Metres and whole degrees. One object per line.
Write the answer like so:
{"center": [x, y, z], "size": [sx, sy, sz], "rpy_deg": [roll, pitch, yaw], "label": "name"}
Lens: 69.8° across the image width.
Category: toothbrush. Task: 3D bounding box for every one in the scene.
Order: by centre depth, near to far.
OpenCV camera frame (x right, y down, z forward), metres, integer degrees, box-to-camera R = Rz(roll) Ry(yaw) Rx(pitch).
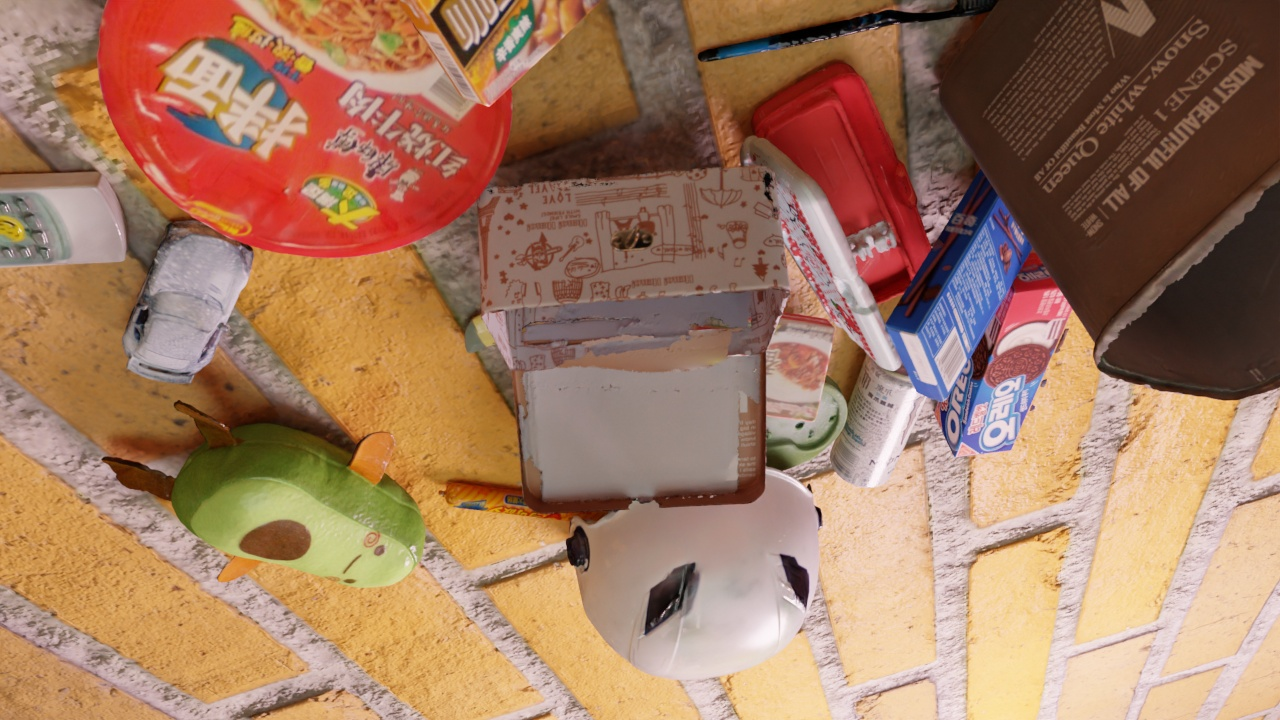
{"center": [0.125, -0.198, 0.538], "size": [0.189, 0.014, 0.016], "rpy_deg": [-12, 137, -3], "label": "toothbrush"}

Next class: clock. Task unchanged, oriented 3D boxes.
{"center": [0.104, 0.049, 0.762], "size": [0.116, 0.056, 0.161], "rpy_deg": [-7, 137, -8], "label": "clock"}

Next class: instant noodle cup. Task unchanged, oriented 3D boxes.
{"center": [-0.164, -0.146, 0.472], "size": [0.193, 0.065, 0.194], "rpy_deg": [-7, 137, -7], "label": "instant noodle cup"}

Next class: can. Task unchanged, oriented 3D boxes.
{"center": [0.206, 0.044, 0.784], "size": [0.058, 0.058, 0.147], "rpy_deg": [-5, 137, -12], "label": "can"}

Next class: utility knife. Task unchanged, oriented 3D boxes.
{"center": [-0.037, -0.048, 0.644], "size": [0.195, 0.020, 0.031], "rpy_deg": [-18, 131, 9], "label": "utility knife"}

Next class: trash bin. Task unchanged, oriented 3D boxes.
{"center": [0.302, -0.125, 0.504], "size": [0.198, 0.219, 0.200], "rpy_deg": [8, 134, -33], "label": "trash bin"}

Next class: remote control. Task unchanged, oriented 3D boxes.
{"center": [-0.367, -0.078, 0.518], "size": [0.135, 0.019, 0.056], "rpy_deg": [-4, 136, -12], "label": "remote control"}

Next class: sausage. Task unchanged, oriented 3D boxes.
{"center": [-0.099, 0.127, 0.811], "size": [0.165, 0.021, 0.022], "rpy_deg": [12, 131, -26], "label": "sausage"}

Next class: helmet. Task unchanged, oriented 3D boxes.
{"center": [0.054, 0.198, 0.799], "size": [0.229, 0.145, 0.259], "rpy_deg": [-4, 155, -15], "label": "helmet"}

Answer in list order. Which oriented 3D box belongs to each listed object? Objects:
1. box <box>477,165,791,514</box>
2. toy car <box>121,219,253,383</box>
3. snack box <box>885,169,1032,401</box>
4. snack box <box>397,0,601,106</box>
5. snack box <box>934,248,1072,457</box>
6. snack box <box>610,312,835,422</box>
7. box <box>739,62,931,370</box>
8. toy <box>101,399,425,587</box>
{"center": [-0.003, -0.008, 0.603], "size": [0.179, 0.130, 0.273], "rpy_deg": [-4, 136, 0], "label": "box"}
{"center": [-0.286, -0.034, 0.577], "size": [0.054, 0.036, 0.121], "rpy_deg": [19, 125, -31], "label": "toy car"}
{"center": [0.229, -0.058, 0.641], "size": [0.157, 0.026, 0.084], "rpy_deg": [-55, 137, -15], "label": "snack box"}
{"center": [-0.043, -0.197, 0.425], "size": [0.153, 0.026, 0.075], "rpy_deg": [-48, 138, -14], "label": "snack box"}
{"center": [0.300, -0.003, 0.763], "size": [0.058, 0.057, 0.208], "rpy_deg": [-8, 138, -4], "label": "snack box"}
{"center": [0.059, -0.003, 0.667], "size": [0.153, 0.025, 0.075], "rpy_deg": [8, 106, -3], "label": "snack box"}
{"center": [0.142, -0.080, 0.603], "size": [0.095, 0.101, 0.201], "rpy_deg": [-27, 137, 14], "label": "box"}
{"center": [-0.264, 0.110, 0.697], "size": [0.228, 0.089, 0.246], "rpy_deg": [-35, 131, 29], "label": "toy"}
